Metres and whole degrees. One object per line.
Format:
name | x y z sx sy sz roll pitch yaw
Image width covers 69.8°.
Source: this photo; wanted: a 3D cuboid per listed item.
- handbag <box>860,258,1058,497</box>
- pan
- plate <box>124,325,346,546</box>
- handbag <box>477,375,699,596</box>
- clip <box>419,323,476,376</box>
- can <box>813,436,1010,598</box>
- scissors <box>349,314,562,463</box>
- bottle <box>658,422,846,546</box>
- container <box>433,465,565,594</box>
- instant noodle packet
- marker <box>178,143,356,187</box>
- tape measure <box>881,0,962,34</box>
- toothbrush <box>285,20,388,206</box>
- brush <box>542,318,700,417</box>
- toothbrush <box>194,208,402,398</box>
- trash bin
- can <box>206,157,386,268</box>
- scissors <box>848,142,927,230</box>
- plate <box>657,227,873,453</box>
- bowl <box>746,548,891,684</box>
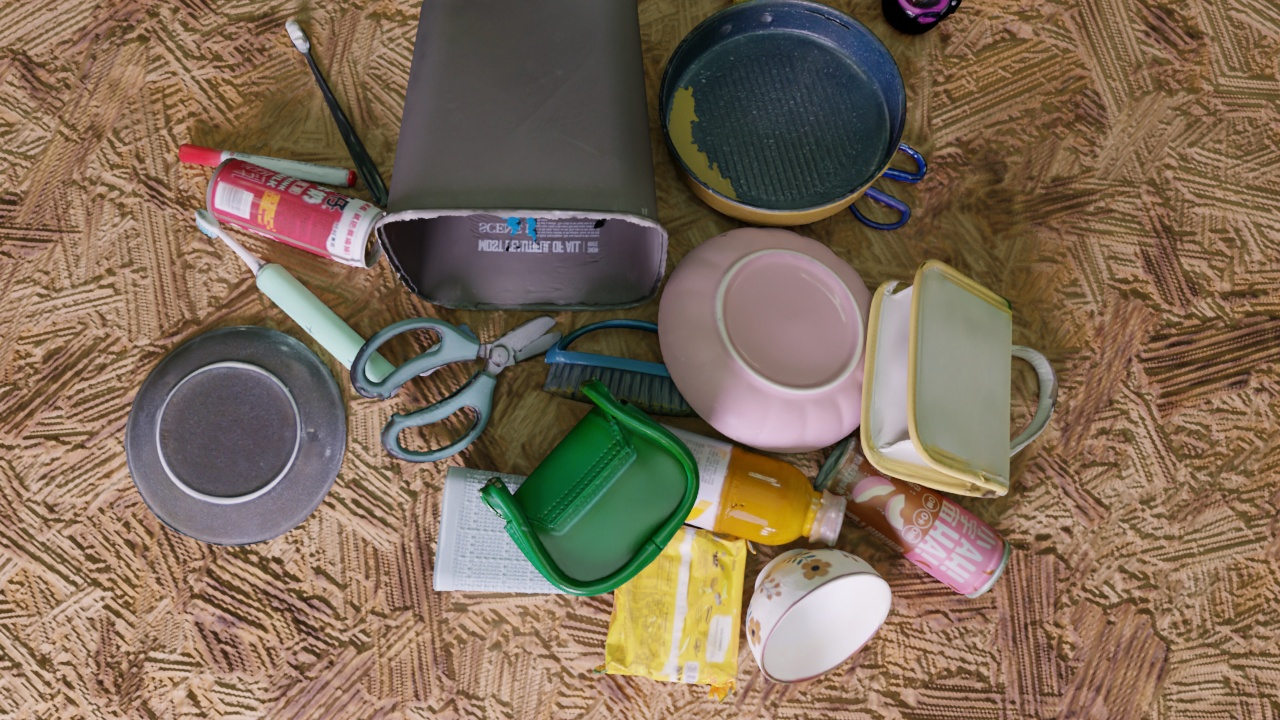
handbag | 0.254 0.025 0.713 0.178 0.063 0.163 20 67 -25
pan | 0.093 -0.282 0.756 0.197 0.078 0.357 -14 73 -3
plate | -0.326 0.058 0.734 0.179 0.024 0.179 0 82 -1
handbag | -0.031 0.090 0.631 0.120 0.068 0.131 41 81 5
clip | -0.160 -0.007 0.748 0.057 0.032 0.025 -31 89 -8
can | 0.210 0.121 0.717 0.147 0.058 0.058 34 83 3
scissors | -0.145 -0.004 0.731 0.180 0.019 0.143 -37 106 -10
bottle | 0.060 0.096 0.700 0.189 0.068 0.068 16 82 11
container | -0.092 0.130 0.698 0.111 0.090 0.090 6 82 -4
instant noodle packet | 0.028 0.191 0.713 0.111 0.044 0.128 8 80 5
marker | -0.311 -0.163 0.766 0.145 0.017 0.017 9 82 0
tape measure | 0.237 -0.311 0.782 0.058 0.039 0.057 -29 84 -4
toothbrush | -0.256 -0.209 0.774 0.015 0.018 0.181 -28 85 -7
brush | -0.004 0.004 0.730 0.144 0.055 0.073 8 83 0
toothbrush | -0.281 -0.049 0.747 0.224 0.027 0.026 41 47 4
trash bin | -0.082 -0.166 0.692 0.199 0.199 0.219 0 75 -3
can | -0.275 -0.118 0.742 0.133 0.053 0.053 19 83 1
scissors | 0.161 -0.175 0.778 0.132 0.012 0.172 -40 84 -4
plate | 0.110 -0.025 0.714 0.192 0.039 0.192 5 68 -13
bowl | 0.125 0.184 0.696 0.113 0.113 0.062 -34 43 -5
